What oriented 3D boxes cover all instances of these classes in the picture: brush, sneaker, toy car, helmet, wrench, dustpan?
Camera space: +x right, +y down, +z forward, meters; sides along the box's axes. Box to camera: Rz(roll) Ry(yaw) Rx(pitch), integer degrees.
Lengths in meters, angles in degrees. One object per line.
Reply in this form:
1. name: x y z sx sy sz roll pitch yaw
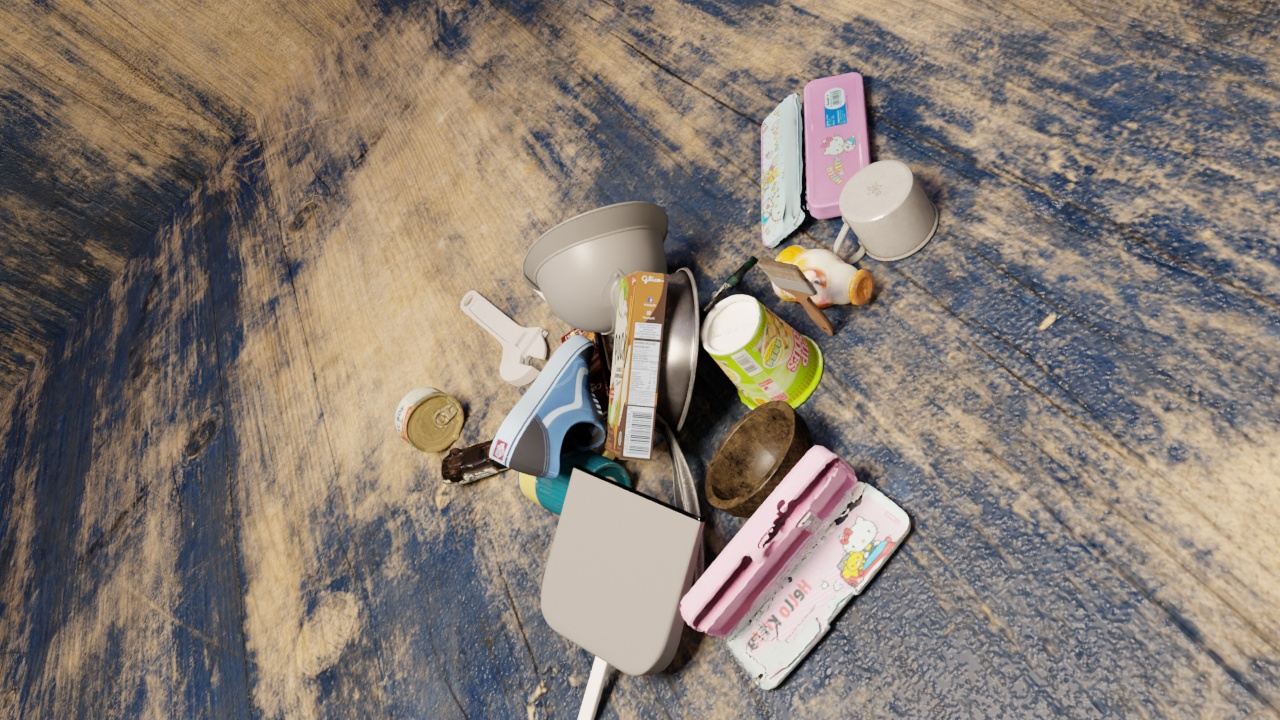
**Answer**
1. brush: 0.163 -0.059 0.908 0.045 0.143 0.008 18 75 39
2. sneaker: -0.078 0.058 1.028 0.240 0.098 0.084 -60 -5 -58
3. toy car: -0.204 0.131 1.187 0.113 0.040 0.048 -17 48 10
4. helmet: -0.038 -0.082 1.090 0.183 0.271 0.117 -17 77 -9
5. wrench: -0.208 -0.039 1.328 0.086 0.018 0.273 -55 39 -2
6. dustpan: -0.032 0.249 0.886 0.163 0.033 0.257 17 92 39

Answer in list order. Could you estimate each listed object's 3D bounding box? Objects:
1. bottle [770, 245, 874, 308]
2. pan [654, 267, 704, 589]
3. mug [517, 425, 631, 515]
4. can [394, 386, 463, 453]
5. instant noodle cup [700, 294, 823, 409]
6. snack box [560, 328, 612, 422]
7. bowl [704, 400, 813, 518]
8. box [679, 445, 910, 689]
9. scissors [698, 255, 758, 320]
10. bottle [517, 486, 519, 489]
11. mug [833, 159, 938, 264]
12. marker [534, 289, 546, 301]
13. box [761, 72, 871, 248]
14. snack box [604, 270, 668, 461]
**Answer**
1. bottle: 0.191 -0.085 0.965 0.109 0.063 0.063 21 76 47
2. pan: 0.033 0.069 0.960 0.188 0.055 0.356 117 155 -63
3. mug: -0.066 0.123 1.030 0.107 0.083 0.113 16 69 47
4. can: -0.290 0.081 1.262 0.043 0.086 0.086 22 78 49
5. instant noodle cup: 0.119 -0.011 0.940 0.099 0.108 0.098 -23 48 27
6. snack box: -0.061 0.015 1.143 0.051 0.031 0.140 -33 44 20
7. bowl: 0.124 0.104 0.884 0.121 0.056 0.121 -45 21 22
8. box: 0.139 0.185 0.807 0.202 0.087 0.102 -50 53 1
9. scissors: 0.097 -0.082 1.000 0.146 0.015 0.210 -44 -1 -8
10. bottle: -0.107 0.113 1.114 0.030 0.030 0.113 21 76 48
11. mug: 0.245 -0.148 0.955 0.113 0.070 0.084 -34 43 16
12. marker: -0.119 -0.082 1.275 0.020 0.020 0.141 -50 41 2
13. box: 0.200 -0.241 1.086 0.150 0.049 0.213 -22 49 34
14. snack box: -0.006 0.006 0.952 0.101 0.031 0.186 -176 91 -79
